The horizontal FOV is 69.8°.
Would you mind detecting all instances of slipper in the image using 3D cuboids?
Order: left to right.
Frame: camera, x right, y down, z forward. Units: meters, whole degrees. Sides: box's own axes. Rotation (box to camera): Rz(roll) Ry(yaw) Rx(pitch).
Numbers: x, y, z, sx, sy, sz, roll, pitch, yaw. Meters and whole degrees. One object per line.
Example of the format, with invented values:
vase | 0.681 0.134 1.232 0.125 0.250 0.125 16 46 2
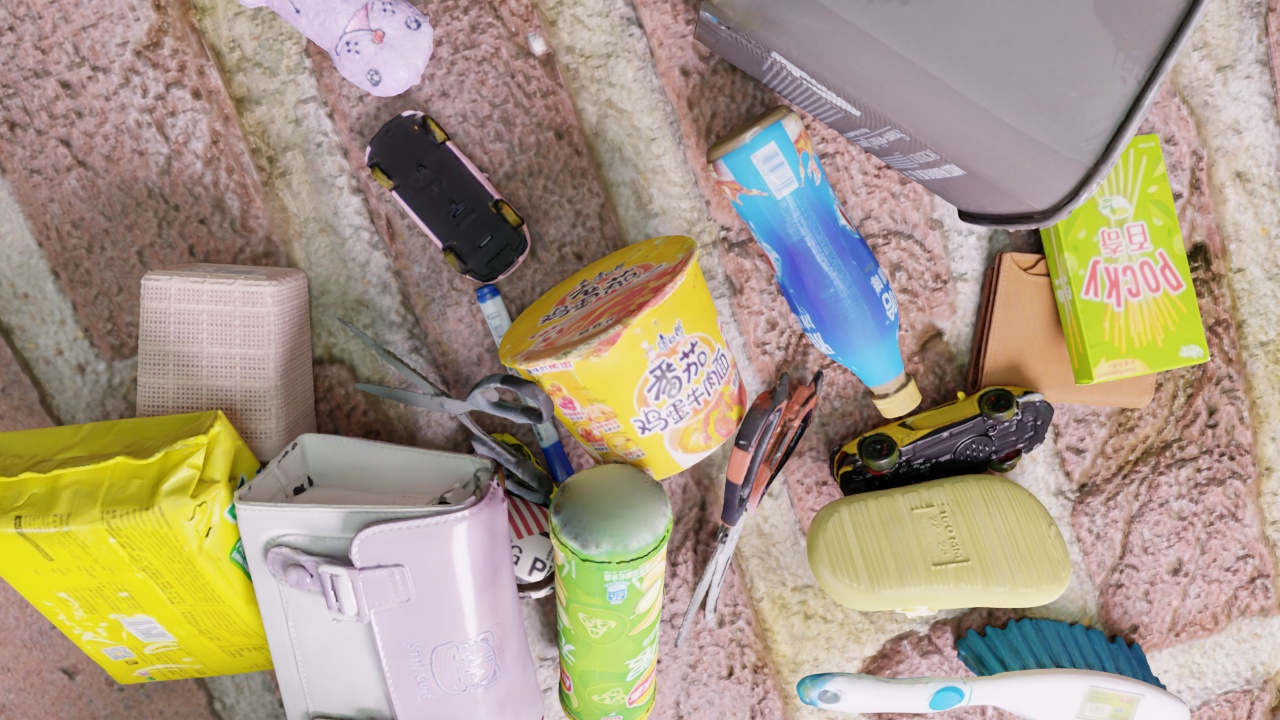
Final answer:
slipper | 0.194 0.130 0.625 0.190 0.082 0.091 0 64 -16

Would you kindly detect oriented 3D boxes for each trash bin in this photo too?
trash bin | 0.160 -0.207 0.512 0.220 0.199 0.199 25 99 -4

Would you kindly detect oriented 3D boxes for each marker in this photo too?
marker | -0.079 0.017 0.629 0.017 0.017 0.146 -21 104 0

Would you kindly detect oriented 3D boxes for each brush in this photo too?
brush | 0.249 0.227 0.656 0.314 0.109 0.060 11 104 -7

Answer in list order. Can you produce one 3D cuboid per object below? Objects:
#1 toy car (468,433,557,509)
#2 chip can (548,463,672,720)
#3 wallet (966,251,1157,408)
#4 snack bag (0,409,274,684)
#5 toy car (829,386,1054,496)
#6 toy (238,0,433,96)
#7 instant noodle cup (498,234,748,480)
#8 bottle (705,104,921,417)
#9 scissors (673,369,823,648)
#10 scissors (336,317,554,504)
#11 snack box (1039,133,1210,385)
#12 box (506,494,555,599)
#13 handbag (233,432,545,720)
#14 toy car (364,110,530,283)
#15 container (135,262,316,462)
toy car | -0.078 0.096 0.636 0.048 0.032 0.105 -29 103 25
chip can | -0.020 0.159 0.588 0.072 0.072 0.222 -2 132 -4
wallet | 0.303 -0.021 0.643 0.131 0.031 0.108 4 104 -7
snack bag | -0.289 0.130 0.562 0.158 0.068 0.247 -6 136 4
toy car | 0.211 0.061 0.643 0.156 0.041 0.071 -22 131 4
toy | -0.173 -0.210 0.557 0.108 0.039 0.084 42 91 -11
instant noodle cup | -0.003 0.003 0.577 0.138 0.138 0.110 -29 112 2
bottle | 0.123 -0.058 0.602 0.065 0.065 0.219 -32 104 3
scissors | 0.072 0.096 0.624 0.015 0.190 0.221 28 72 23
scissors | -0.117 0.030 0.579 0.181 0.014 0.159 -6 124 42
snack box | 0.315 -0.067 0.608 0.085 0.026 0.156 -9 85 -6
box | -0.132 0.128 0.611 0.163 0.074 0.081 13 127 6
handbag | -0.141 0.151 0.539 0.145 0.098 0.197 0 115 8
toy car | -0.122 -0.104 0.588 0.056 0.037 0.122 -41 90 3
container | -0.258 -0.002 0.575 0.090 0.090 0.111 3 100 -5
